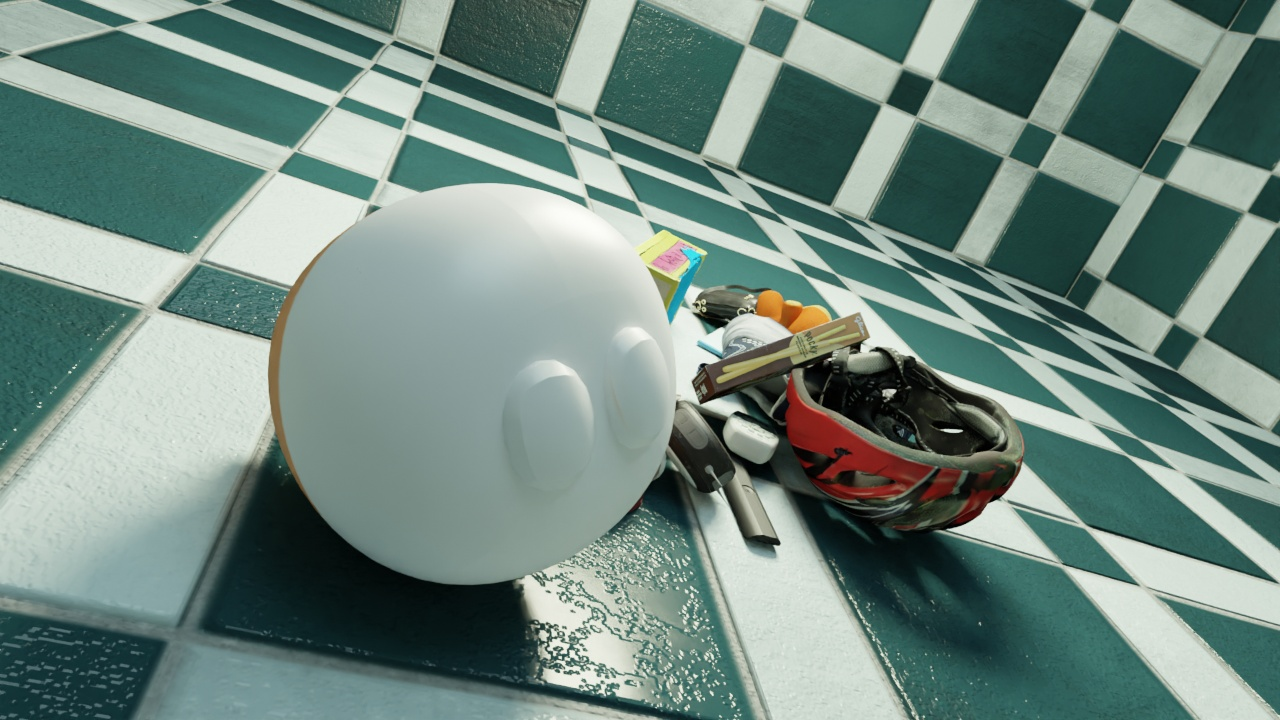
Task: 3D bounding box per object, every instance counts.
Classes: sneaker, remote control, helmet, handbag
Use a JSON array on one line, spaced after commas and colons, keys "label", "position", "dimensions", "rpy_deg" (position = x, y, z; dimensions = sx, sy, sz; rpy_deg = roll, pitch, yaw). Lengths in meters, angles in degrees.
[{"label": "sneaker", "position": [0.204, 0.045, 1.139], "dimensions": [0.269, 0.103, 0.132], "rpy_deg": [28, 36, 13]}, {"label": "remote control", "position": [0.119, 0.082, 0.993], "dimensions": [0.060, 0.028, 0.114], "rpy_deg": [27, 9, 6]}, {"label": "helmet", "position": [0.269, 0.085, 0.963], "dimensions": [0.217, 0.167, 0.272], "rpy_deg": [-4, 20, -23]}, {"label": "handbag", "position": [0.139, -0.084, 1.390], "dimensions": [0.129, 0.054, 0.079], "rpy_deg": [12, 16, 36]}, {"label": "remote control", "position": [0.102, 0.134, 0.891], "dimensions": [0.033, 0.015, 0.146], "rpy_deg": [17, 21, -17]}]

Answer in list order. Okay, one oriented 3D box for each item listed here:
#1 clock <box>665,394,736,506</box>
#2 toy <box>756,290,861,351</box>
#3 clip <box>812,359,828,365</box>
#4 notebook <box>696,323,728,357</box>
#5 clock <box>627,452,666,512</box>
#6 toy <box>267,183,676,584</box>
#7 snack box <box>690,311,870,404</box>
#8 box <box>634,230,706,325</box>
[{"label": "clock", "position": [0.045, 0.080, 0.870], "dimensions": [0.122, 0.043, 0.091], "rpy_deg": [52, -6, 25]}, {"label": "toy", "position": [0.232, -0.028, 1.286], "dimensions": [0.096, 0.112, 0.176], "rpy_deg": [-33, 48, -16]}, {"label": "clip", "position": [0.203, -0.005, 1.120], "dimensions": [0.045, 0.014, 0.051], "rpy_deg": [-10, 43, -25]}, {"label": "notebook", "position": [0.218, 0.015, 1.317], "dimensions": [0.253, 0.009, 0.180], "rpy_deg": [29, 21, 14]}, {"label": "clock", "position": [-0.029, 0.086, 0.822], "dimensions": [0.096, 0.048, 0.137], "rpy_deg": [27, 22, 9]}, {"label": "toy", "position": [-0.117, 0.018, 0.622], "dimensions": [0.281, 0.266, 0.262], "rpy_deg": [4, 19, 44]}, {"label": "snack box", "position": [0.157, -0.001, 1.047], "dimensions": [0.186, 0.031, 0.101], "rpy_deg": [-19, -8, -9]}, {"label": "box", "position": [0.015, -0.092, 1.210], "dimensions": [0.080, 0.125, 0.220], "rpy_deg": [27, 22, 3]}]
